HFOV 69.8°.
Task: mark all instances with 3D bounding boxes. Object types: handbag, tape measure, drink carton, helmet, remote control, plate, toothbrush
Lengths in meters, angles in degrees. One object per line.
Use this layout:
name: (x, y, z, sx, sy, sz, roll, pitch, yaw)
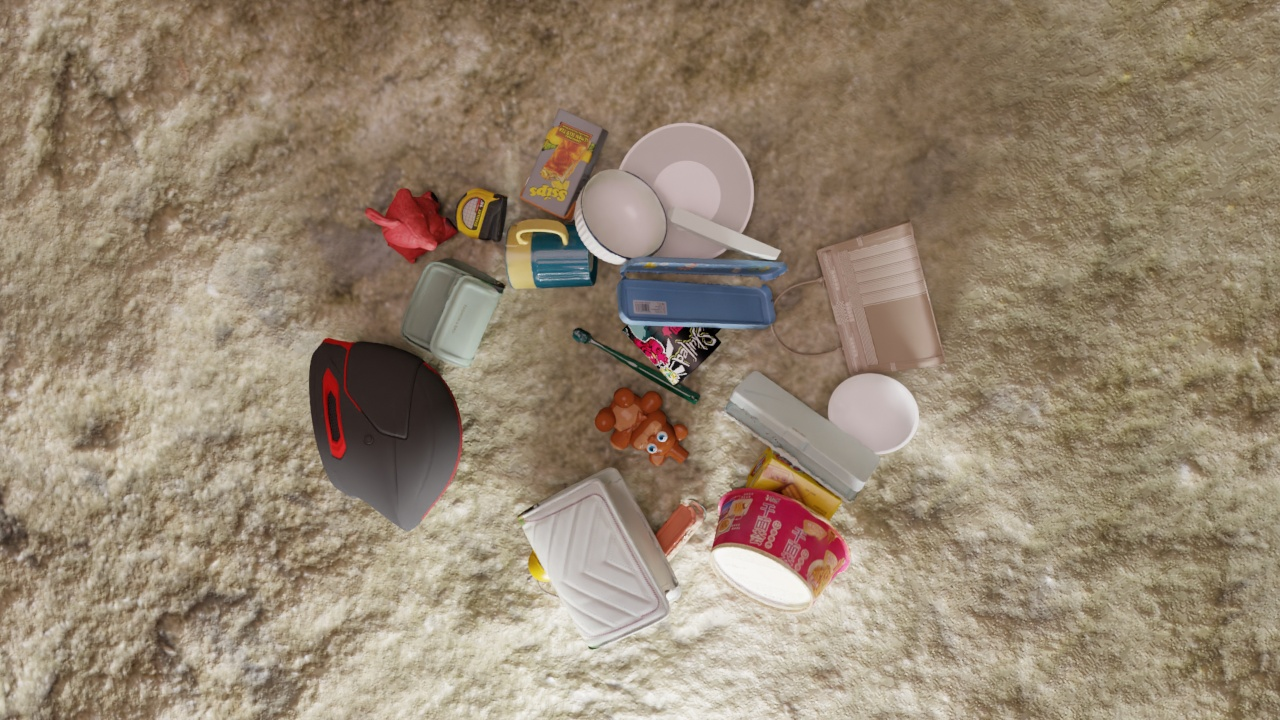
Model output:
handbag: (0.260, -0.062, 1.147, 0.198, 0.062, 0.175, -14, 98, 19)
handbag: (-0.052, 0.252, 1.170, 0.142, 0.096, 0.198, -28, 90, 17)
tape measure: (-0.209, -0.191, 1.202, 0.064, 0.037, 0.065, 10, 97, 6)
drink carton: (-0.096, -0.248, 1.171, 0.076, 0.048, 0.125, 26, 101, 4)
helmet: (-0.319, 0.090, 1.196, 0.170, 0.164, 0.264, -9, 87, -2)
handbag: (-0.248, -0.066, 1.212, 0.106, 0.067, 0.122, 26, 101, 3)
remote control: (0.100, -0.151, 1.116, 0.143, 0.049, 0.024, 24, 100, 4)
plate: (0.056, -0.209, 1.160, 0.174, 0.036, 0.174, 1, 98, 8)
toothbrush: (-0.007, 0.007, 1.211, 0.190, 0.017, 0.016, 29, 101, 4)

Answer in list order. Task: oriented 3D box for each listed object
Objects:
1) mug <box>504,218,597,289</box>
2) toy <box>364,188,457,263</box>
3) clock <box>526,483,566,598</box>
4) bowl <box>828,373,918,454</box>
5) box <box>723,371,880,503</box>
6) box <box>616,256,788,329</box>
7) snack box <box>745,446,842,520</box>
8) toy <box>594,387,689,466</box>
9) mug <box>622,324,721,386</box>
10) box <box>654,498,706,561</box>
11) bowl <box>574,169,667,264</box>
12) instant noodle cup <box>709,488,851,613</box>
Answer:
mug: (-0.114, -0.139, 1.159, 0.107, 0.114, 0.083, 1, 64, 7)
toy: (-0.309, -0.164, 1.180, 0.094, 0.132, 0.088, -30, 82, 20)
clock: (-0.092, 0.250, 1.244, 0.113, 0.052, 0.152, 16, 96, 6)
bowl: (0.296, 0.060, 1.156, 0.110, 0.040, 0.110, 9, 115, 19)
box: (0.204, 0.090, 1.151, 0.199, 0.066, 0.082, 35, 64, 13)
box: (0.079, -0.080, 1.113, 0.208, 0.078, 0.074, 0, 75, -20)
snack box: (0.194, 0.163, 1.170, 0.106, 0.083, 0.061, 32, 103, 2)
toy: (0.007, 0.092, 1.199, 0.127, 0.065, 0.095, 39, 104, -4)
mug: (0.053, -0.043, 1.167, 0.118, 0.082, 0.098, -44, 90, -7)
box: (0.021, 0.262, 1.241, 0.188, 0.062, 0.058, -50, 63, 14)
bowl: (-0.033, -0.166, 1.117, 0.118, 0.117, 0.062, 57, 145, -2)
instant noodle cup: (0.162, 0.244, 1.137, 0.178, 0.179, 0.077, 32, 58, 3)
